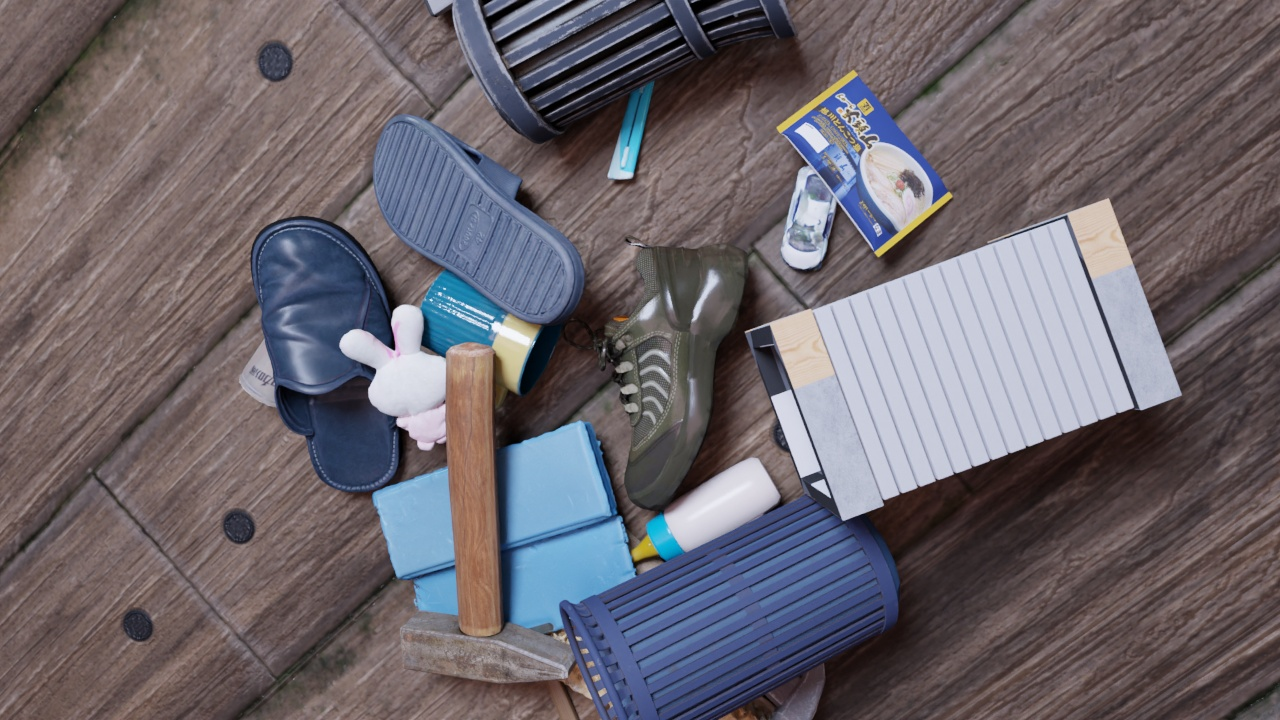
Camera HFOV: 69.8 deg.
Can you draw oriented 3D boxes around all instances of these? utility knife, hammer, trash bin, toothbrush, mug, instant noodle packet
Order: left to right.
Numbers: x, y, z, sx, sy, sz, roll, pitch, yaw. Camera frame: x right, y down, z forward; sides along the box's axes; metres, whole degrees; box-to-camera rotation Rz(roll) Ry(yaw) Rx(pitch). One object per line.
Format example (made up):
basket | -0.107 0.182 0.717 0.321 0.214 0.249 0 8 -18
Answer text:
mug | -0.139 -0.014 0.810 0.107 0.083 0.114 24 100 5
hammer | -0.134 0.132 0.783 0.158 0.037 0.301 3 104 16
toothbrush | -0.087 0.299 0.882 0.016 0.016 0.167 -20 96 11
trash bin | -0.016 -0.279 0.714 0.228 0.164 0.164 -22 94 17
utility knife | -0.005 -0.213 0.795 0.022 0.015 0.117 13 97 1
hammer | 0.024 0.207 0.827 0.331 0.031 0.119 39 63 11
trash bin | 0.076 0.206 0.739 0.249 0.139 0.139 -22 94 -15
instant noodle packet | 0.185 -0.163 0.756 0.087 0.026 0.134 -38 90 -12
trash bin | 0.227 0.000 0.692 0.247 0.142 0.142 -20 90 0

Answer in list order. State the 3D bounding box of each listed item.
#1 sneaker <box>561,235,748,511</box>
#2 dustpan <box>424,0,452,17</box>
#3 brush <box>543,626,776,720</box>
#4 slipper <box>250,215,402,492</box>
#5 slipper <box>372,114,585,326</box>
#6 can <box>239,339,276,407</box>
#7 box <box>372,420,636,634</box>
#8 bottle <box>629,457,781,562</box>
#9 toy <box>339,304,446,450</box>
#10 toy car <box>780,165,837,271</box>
sneaker | -0.004 0.005 0.777 0.143 0.101 0.238 15 95 -1
dustpan | -0.097 -0.419 0.752 0.258 0.033 0.163 -24 89 22
brush | 0.026 0.303 0.841 0.271 0.056 0.083 34 104 4
slipper | -0.268 0.009 0.801 0.109 0.083 0.266 -9 112 -9
slipper | -0.132 -0.118 0.792 0.263 0.082 0.101 40 112 25
can | -0.314 -0.023 0.853 0.054 0.054 0.136 39 102 2
box | -0.122 0.168 0.831 0.232 0.033 0.174 -21 84 19
bottle | 0.052 0.140 0.809 0.146 0.051 0.051 -31 92 4
toy | -0.197 0.018 0.783 0.076 0.037 0.125 -24 112 -1
toy car | 0.144 -0.120 0.777 0.039 0.027 0.090 12 100 6
